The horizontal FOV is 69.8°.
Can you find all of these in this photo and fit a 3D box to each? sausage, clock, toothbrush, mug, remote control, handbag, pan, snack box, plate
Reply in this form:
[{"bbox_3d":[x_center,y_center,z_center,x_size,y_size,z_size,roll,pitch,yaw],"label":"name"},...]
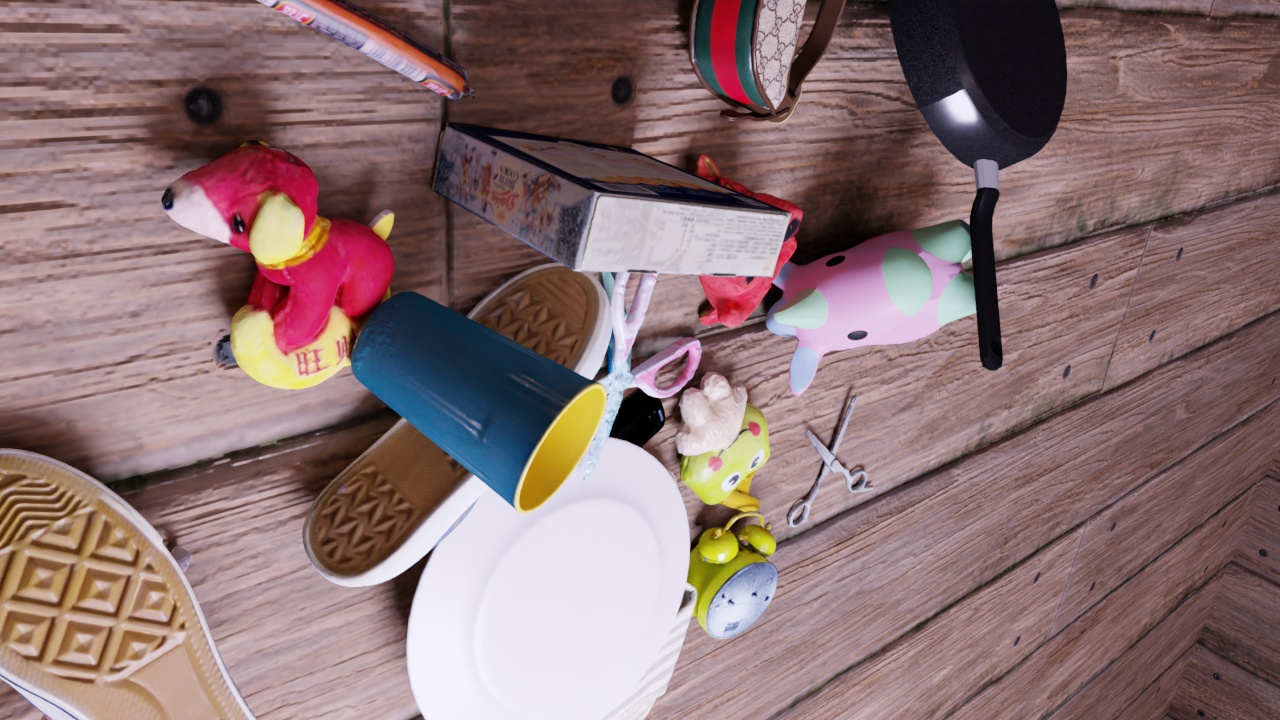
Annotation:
[{"bbox_3d":[-0.142,-0.164,0.449,0.155,0.020,0.020,17,99,-46],"label":"sausage"},{"bbox_3d":[0.080,0.185,0.804,0.083,0.057,0.119,3,114,-41],"label":"clock"},{"bbox_3d":[-0.018,-0.033,0.633,0.022,0.017,0.135,-35,132,-38],"label":"toothbrush"},{"bbox_3d":[-0.089,0.016,0.488,0.078,0.121,0.078,-52,163,-24],"label":"mug"},{"bbox_3d":[-0.035,0.077,0.666,0.151,0.020,0.041,-41,134,-27],"label":"remote control"},{"bbox_3d":[0.097,-0.237,0.604,0.138,0.063,0.167,-3,114,-52],"label":"handbag"},{"bbox_3d":[0.262,-0.172,0.683,0.203,0.044,0.355,4,80,-41],"label":"pan"},{"bbox_3d":[-0.017,-0.089,0.512,0.144,0.145,0.043,-3,115,-42],"label":"snack box"},{"bbox_3d":[-0.050,0.172,0.652,0.241,0.016,0.243,-13,111,-37],"label":"plate"}]

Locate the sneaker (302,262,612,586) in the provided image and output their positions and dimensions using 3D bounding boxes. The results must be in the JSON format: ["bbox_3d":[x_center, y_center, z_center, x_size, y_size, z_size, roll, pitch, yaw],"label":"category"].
[{"bbox_3d":[-0.098,0.045,0.562,0.235,0.087,0.079,-50,160,-13],"label":"sneaker"}]

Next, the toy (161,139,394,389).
[{"bbox_3d":[-0.168,-0.048,0.462,0.105,0.067,0.137,-42,142,-28],"label":"toy"}]

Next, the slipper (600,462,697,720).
[{"bbox_3d":[-0.006,0.207,0.750,0.114,0.054,0.273,-17,122,-41],"label":"slipper"}]

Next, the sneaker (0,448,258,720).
[{"bbox_3d":[-0.265,0.148,0.457,0.118,0.088,0.241,-38,109,-36],"label":"sneaker"}]

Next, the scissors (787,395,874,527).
[{"bbox_3d":[0.193,0.106,0.901,0.174,0.014,0.141,26,96,-48],"label":"scissors"}]

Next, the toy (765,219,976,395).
[{"bbox_3d":[0.191,-0.054,0.750,0.221,0.171,0.120,-10,83,-72],"label":"toy"}]

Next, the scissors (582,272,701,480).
[{"bbox_3d":[-0.008,-0.008,0.632,0.170,0.014,0.169,-28,126,-46],"label":"scissors"}]

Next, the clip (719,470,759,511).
[{"bbox_3d":[0.086,0.110,0.796,0.048,0.045,0.054,-43,138,19],"label":"clip"}]

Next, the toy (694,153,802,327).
[{"bbox_3d":[0.056,-0.079,0.655,0.088,0.094,0.133,-48,164,-23],"label":"toy"}]

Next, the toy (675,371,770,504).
[{"bbox_3d":[0.064,0.059,0.738,0.092,0.043,0.118,-38,131,-20],"label":"toy"}]
